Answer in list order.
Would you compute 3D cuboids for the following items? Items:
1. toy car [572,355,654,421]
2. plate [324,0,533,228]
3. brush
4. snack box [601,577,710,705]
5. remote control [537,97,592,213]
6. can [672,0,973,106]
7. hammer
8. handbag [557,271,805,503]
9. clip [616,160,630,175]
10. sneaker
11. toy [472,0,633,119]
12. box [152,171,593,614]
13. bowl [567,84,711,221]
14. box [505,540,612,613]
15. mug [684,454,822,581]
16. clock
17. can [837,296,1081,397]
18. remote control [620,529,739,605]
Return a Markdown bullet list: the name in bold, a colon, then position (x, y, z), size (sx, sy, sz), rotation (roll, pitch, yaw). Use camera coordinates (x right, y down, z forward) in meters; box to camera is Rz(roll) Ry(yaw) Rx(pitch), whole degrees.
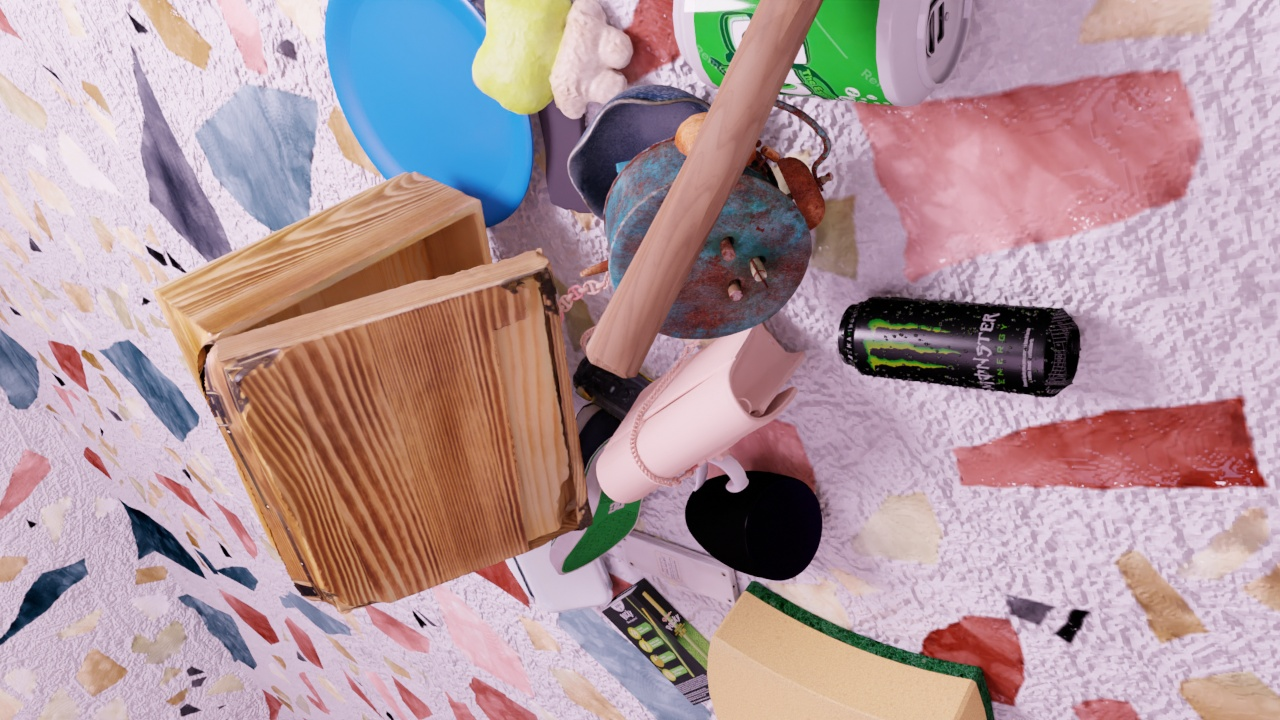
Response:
- **toy car**: position (-0.011, 0.030, 0.797), size (0.107, 0.049, 0.030), rotation (35, -176, 16)
- **plate**: position (-0.168, -0.213, 0.745), size (0.224, 0.024, 0.225), rotation (24, 136, 25)
- **brush**: position (0.189, 0.331, 0.847), size (0.250, 0.075, 0.195), rotation (14, 131, 34)
- **snack box**: position (0.032, 0.312, 1.013), size (0.147, 0.025, 0.080), rotation (45, 141, 2)
- **remote control**: position (-0.057, -0.170, 0.693), size (0.046, 0.009, 0.125), rotation (18, 131, 31)
- **can**: position (0.094, -0.184, 0.484), size (0.140, 0.087, 0.088), rotation (16, 132, 32)
- **hammer**: position (0.059, -0.142, 0.409), size (0.098, 0.328, 0.052), rotation (23, 176, 33)
- **handbag**: position (-0.003, 0.003, 0.684), size (0.187, 0.116, 0.199), rotation (48, 131, -5)
- **clip**: position (0.025, -0.100, 0.600), size (0.121, 0.033, 0.119), rotation (-26, 132, 23)
- **sneaker**: position (-0.050, 0.125, 0.892), size (0.079, 0.084, 0.236), rotation (53, 144, 28)
- **toy**: position (-0.060, -0.210, 0.628), size (0.115, 0.046, 0.092), rotation (19, 111, 13)
- **box**: position (-0.194, 0.047, 0.716), size (0.221, 0.257, 0.280), rotation (31, 140, 34)
- **bowl**: position (0.008, -0.142, 0.608), size (0.110, 0.055, 0.110), rotation (-3, 141, -2)
- **box**: position (-0.130, 0.188, 1.027), size (0.186, 0.084, 0.211), rotation (4, 125, 33)
- **mug**: position (0.078, 0.120, 0.760), size (0.100, 0.084, 0.119), rotation (0, 129, 56)
- **clock**: position (0.048, -0.083, 0.549), size (0.121, 0.073, 0.158), rotation (25, 123, -27)
- **can**: position (0.194, -0.010, 0.568), size (0.138, 0.053, 0.054), rotation (7, 127, 38)
- **remote control**: position (0.038, 0.207, 0.929), size (0.136, 0.011, 0.050), rotation (12, 130, 35)
